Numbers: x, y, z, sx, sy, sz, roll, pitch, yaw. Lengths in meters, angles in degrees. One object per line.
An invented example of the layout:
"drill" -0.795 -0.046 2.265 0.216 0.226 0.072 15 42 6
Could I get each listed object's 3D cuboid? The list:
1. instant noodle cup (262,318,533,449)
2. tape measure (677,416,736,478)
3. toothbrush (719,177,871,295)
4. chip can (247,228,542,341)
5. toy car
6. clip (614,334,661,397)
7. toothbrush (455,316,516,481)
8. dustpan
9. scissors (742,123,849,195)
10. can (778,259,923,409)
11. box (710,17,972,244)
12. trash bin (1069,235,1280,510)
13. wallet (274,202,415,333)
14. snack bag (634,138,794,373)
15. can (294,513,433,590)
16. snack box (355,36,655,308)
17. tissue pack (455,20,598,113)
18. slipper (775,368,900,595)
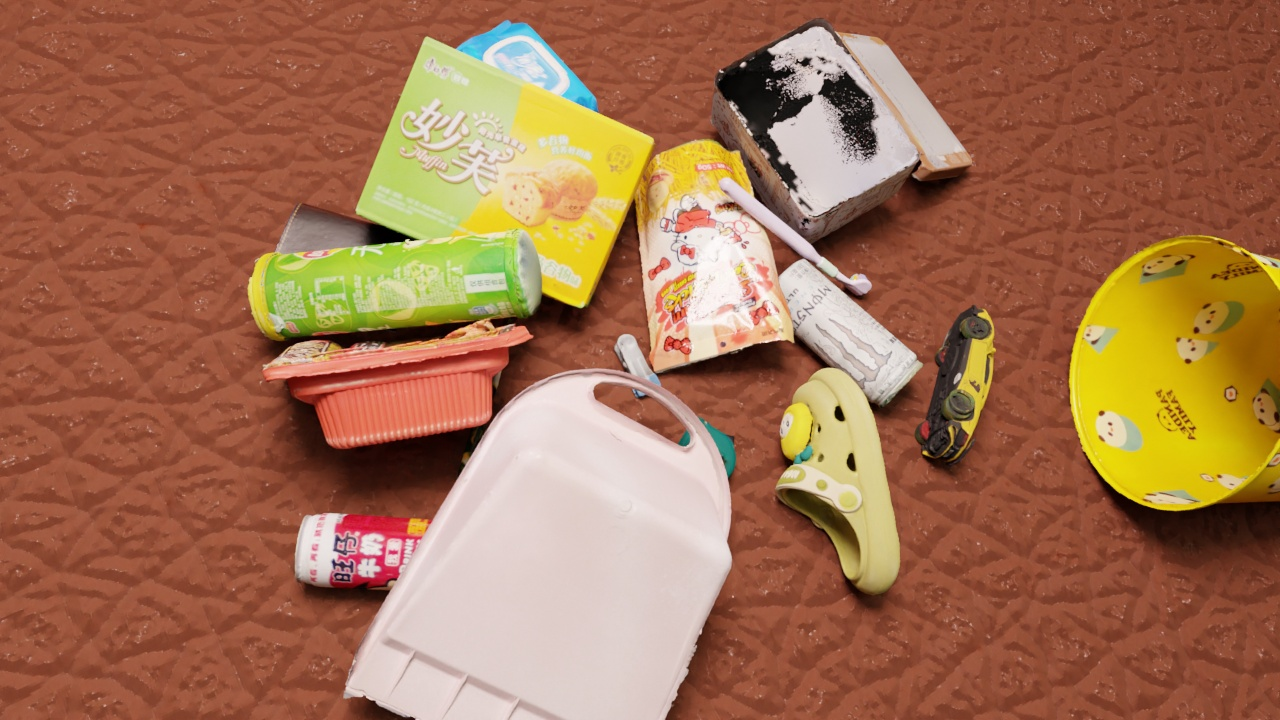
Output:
"instant noodle cup" -0.180 0.015 0.699 0.188 0.164 0.079 -10 96 -14
"tape measure" 0.053 0.081 0.772 0.054 0.025 0.058 31 63 7
"toothbrush" 0.142 -0.112 0.838 0.189 0.029 0.021 31 75 -28
"chip can" -0.190 -0.060 0.730 0.221 0.073 0.072 -5 63 5
"toy car" 0.287 0.019 0.822 0.041 0.071 0.155 21 61 2
"clip" -0.005 0.005 0.806 0.024 0.030 0.057 -25 80 -19
"toothbrush" -0.124 0.019 0.774 0.012 0.017 0.185 34 55 -35
"dustpan" -0.046 0.150 0.679 0.222 0.138 0.273 31 98 -11
"scissors" 0.164 -0.242 0.963 0.179 0.019 0.172 -10 64 -16
"can" 0.182 -0.025 0.832 0.147 0.058 0.058 44 64 12
"box" 0.210 -0.238 0.904 0.273 0.124 0.178 -25 77 -28
"trash bin" 0.560 0.020 0.797 0.255 0.230 0.229 5 62 -15
"wallet" -0.256 -0.082 0.800 0.122 0.020 0.096 16 67 -4
"snack bag" 0.058 -0.095 0.836 0.129 0.073 0.207 -13 64 10
"can" -0.182 0.143 0.679 0.132 0.053 0.053 5 62 -8
"snack box" -0.113 -0.155 0.784 0.210 0.070 0.158 23 95 -7
"tissue pack" -0.118 -0.273 0.904 0.094 0.052 0.157 -34 74 -24
"slipper" 0.154 0.097 0.749 0.081 0.092 0.190 -6 68 -11
